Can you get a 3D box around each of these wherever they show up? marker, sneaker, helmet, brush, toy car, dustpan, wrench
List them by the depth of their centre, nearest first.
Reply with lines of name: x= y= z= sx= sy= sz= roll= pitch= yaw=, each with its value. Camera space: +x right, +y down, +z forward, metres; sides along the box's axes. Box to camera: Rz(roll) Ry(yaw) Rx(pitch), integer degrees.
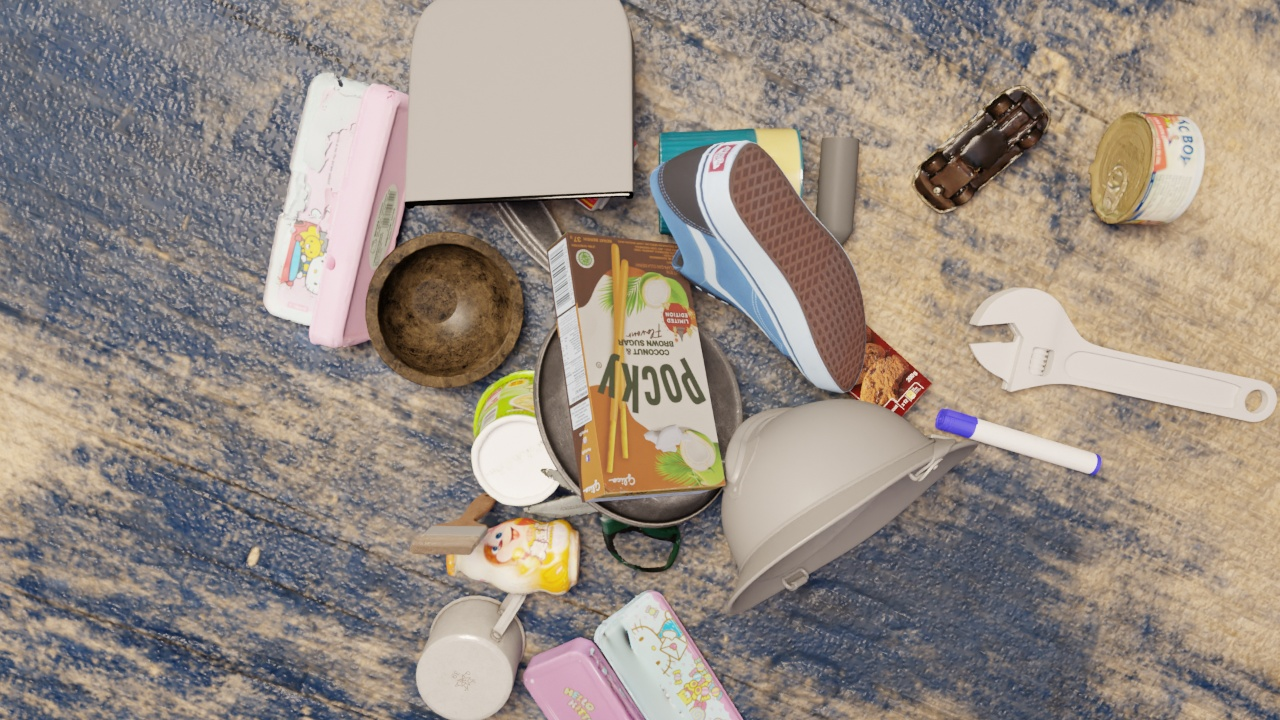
dustpan: x=-0.086 y=-0.236 z=0.673 sx=0.163 sy=0.033 sz=0.257 roll=-1 pitch=82 yaw=7
sneaker: x=0.087 y=-0.066 z=0.680 sx=0.241 sy=0.098 sz=0.083 roll=49 pitch=60 yaw=-38
helmet: x=0.135 y=0.084 z=0.705 sx=0.117 sy=0.270 sz=0.184 roll=53 pitch=132 yaw=21
brush: x=-0.133 y=0.124 z=0.717 sx=0.045 sy=0.143 sz=0.008 roll=0 pitch=98 yaw=7
toy car: x=0.269 y=-0.168 z=0.732 sx=0.048 sy=0.040 sz=0.113 roll=45 pitch=114 yaw=-8
wrench: x=0.409 y=0.000 z=0.772 sx=0.273 sy=0.018 sz=0.087 roll=11 pitch=98 yaw=-4
marker: x=0.321 y=0.069 z=0.780 sx=0.141 sy=0.020 sz=0.020 roll=16 pitch=99 yaw=-4

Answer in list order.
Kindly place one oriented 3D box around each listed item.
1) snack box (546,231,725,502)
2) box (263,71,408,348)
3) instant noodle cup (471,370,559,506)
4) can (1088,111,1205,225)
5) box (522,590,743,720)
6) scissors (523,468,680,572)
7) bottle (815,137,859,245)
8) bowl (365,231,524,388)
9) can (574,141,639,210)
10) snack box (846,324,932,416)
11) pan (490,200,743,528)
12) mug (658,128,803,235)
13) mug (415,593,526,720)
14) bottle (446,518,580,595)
snack box: x=-0.004 y=0.004 z=0.658 sx=0.100 sy=0.032 sz=0.185 roll=1 pitch=72 yaw=-34
box: x=-0.241 y=-0.118 z=0.710 sx=0.103 sy=0.087 sz=0.202 roll=18 pitch=99 yaw=8
instant noodle cup: x=-0.092 y=0.065 z=0.727 sx=0.099 sy=0.108 sz=0.099 roll=0 pitch=101 yaw=-1
can: x=0.390 y=-0.148 z=0.711 sx=0.043 sy=0.086 sz=0.086 roll=3 pitch=99 yaw=-3
box: x=0.009 y=0.321 z=0.806 sx=0.150 sy=0.049 sz=0.214 roll=-32 pitch=99 yaw=1
scissors: x=-0.019 y=0.128 z=0.730 sx=0.209 sy=0.015 sz=0.147 roll=-4 pitch=117 yaw=-41
bottle: x=0.157 y=-0.121 z=0.739 sx=0.030 sy=0.030 sz=0.113 roll=2 pitch=100 yaw=-2
bowl: x=-0.159 y=-0.043 z=0.727 sx=0.121 sy=0.056 sz=0.121 roll=-5 pitch=104 yaw=-22
can: x=-0.058 y=-0.169 z=0.709 sx=0.105 sy=0.064 sz=0.064 roll=35 pitch=97 yaw=-7
snack box: x=0.168 y=-0.010 z=0.757 sx=0.141 sy=0.031 sz=0.051 roll=40 pitch=96 yaw=-7
pan: x=-0.037 y=-0.039 z=0.710 sx=0.186 sy=0.055 sz=0.357 roll=-29 pitch=90 yaw=-38
mug: x=0.067 y=-0.121 z=0.711 sx=0.107 sy=0.083 sz=0.114 roll=-1 pitch=103 yaw=-1
mug: x=-0.134 y=0.241 z=0.775 sx=0.084 sy=0.070 sz=0.113 roll=37 pitch=99 yaw=-7
bottle: x=-0.105 y=0.163 z=0.767 sx=0.109 sy=0.063 sz=0.063 roll=2 pitch=99 yaw=-1
